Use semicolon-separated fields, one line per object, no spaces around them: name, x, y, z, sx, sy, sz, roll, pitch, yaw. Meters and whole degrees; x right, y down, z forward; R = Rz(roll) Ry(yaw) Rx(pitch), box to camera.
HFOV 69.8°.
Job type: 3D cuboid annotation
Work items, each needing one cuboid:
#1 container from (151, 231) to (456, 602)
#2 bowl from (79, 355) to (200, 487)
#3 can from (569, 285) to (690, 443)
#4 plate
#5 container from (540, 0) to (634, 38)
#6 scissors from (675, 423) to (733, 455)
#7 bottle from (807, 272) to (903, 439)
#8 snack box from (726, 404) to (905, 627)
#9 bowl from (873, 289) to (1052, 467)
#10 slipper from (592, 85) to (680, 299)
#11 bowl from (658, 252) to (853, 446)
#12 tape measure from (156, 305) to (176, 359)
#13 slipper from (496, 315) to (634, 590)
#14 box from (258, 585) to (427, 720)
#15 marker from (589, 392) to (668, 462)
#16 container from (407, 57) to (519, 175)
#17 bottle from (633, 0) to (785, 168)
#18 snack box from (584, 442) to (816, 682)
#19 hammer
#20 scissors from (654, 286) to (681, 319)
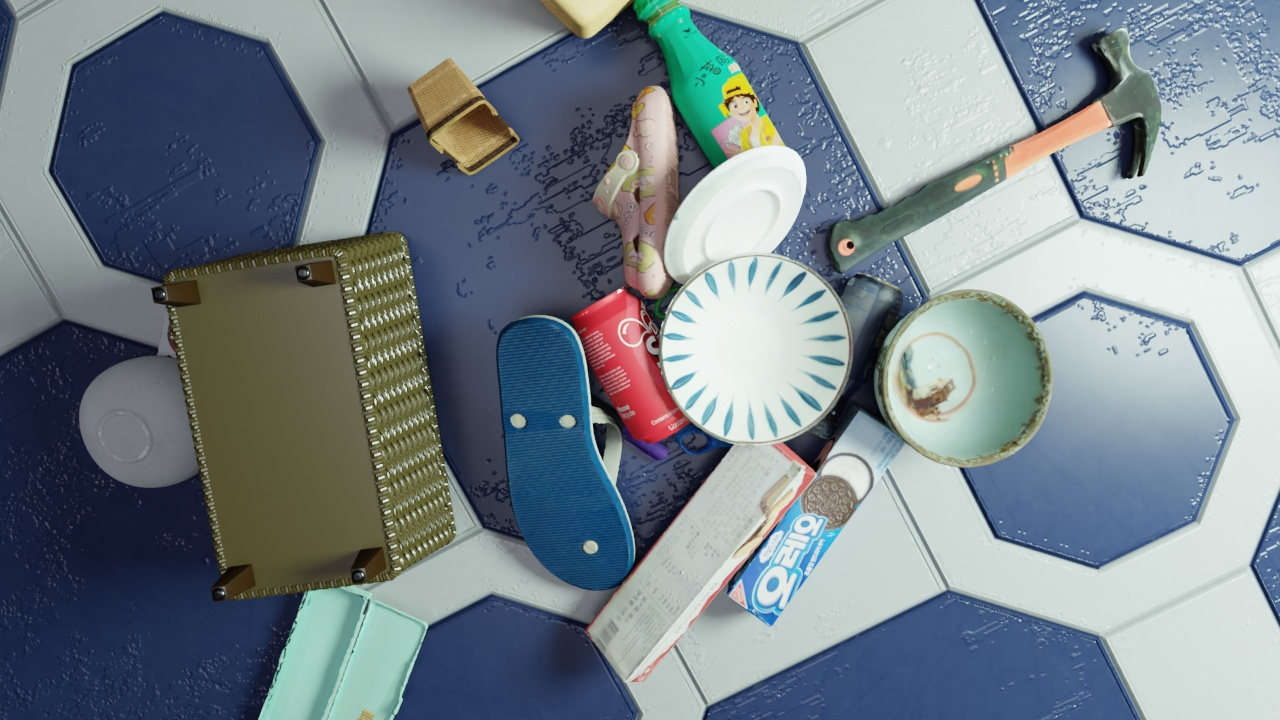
container;-0.301;0.051;0.834;0.176;0.205;0.321;-8;96;3
bowl;-0.489;0.065;0.904;0.132;0.064;0.132;1;104;5
can;-0.005;0.005;0.882;0.074;0.074;0.142;-30;94;5
plate;0.090;-0.125;0.834;0.157;0.157;0.014;-40;59;6
container;-0.043;-0.406;0.812;0.183;0.129;0.167;-40;100;6
scissors;0.094;0.088;0.921;0.104;0.015;0.133;-35;98;2
bottle;0.197;-0.003;0.883;0.056;0.056;0.161;23;96;0
snack box;0.170;0.150;0.900;0.059;0.059;0.226;34;97;2
bowl;0.285;0.017;0.857;0.160;0.094;0.160;0;91;-7
slipper;-0.006;-0.156;0.861;0.081;0.093;0.197;2;96;13
bowl;0.105;-0.012;0.867;0.177;0.071;0.177;0;94;0
tape measure;-0.450;-0.026;0.924;0.062;0.020;0.060;16;102;1
slipper;-0.076;0.091;0.899;0.118;0.060;0.295;-6;109;10
box;-0.310;0.329;0.953;0.136;0.033;0.187;23;97;0
marker;-0.029;0.059;0.919;0.134;0.015;0.018;36;109;-2
container;-0.166;-0.226;0.851;0.063;0.114;0.061;-33;81;5
bottle;0.064;-0.251;0.855;0.068;0.068;0.209;-31;94;5
snack box;0.056;0.188;0.891;0.273;0.044;0.076;-53;53;9
hammer;0.330;-0.177;0.874;0.333;0.033;0.133;-26;95;6
scissors;0.079;-0.044;0.905;0.130;0.014;0.070;-9;98;3
